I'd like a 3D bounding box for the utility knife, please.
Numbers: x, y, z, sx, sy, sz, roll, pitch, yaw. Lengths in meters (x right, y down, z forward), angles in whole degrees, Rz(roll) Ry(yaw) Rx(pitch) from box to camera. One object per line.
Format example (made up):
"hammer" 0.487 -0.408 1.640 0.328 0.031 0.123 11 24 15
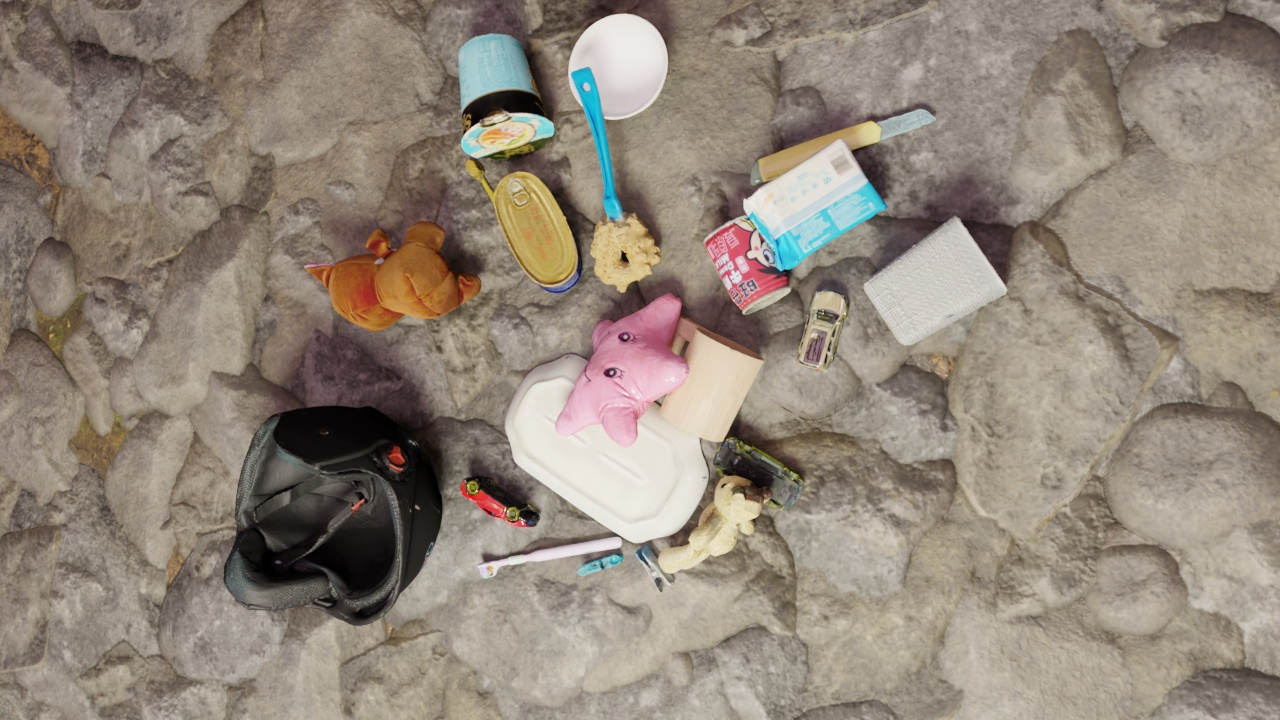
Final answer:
"utility knife" 0.216 -0.236 1.005 0.207 0.021 0.031 -16 90 24

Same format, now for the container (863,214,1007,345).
"container" 0.300 -0.077 0.943 0.114 0.090 0.090 -34 79 19

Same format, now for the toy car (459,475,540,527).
"toy car" -0.171 0.175 1.118 0.106 0.049 0.031 28 99 16

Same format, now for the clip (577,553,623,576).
"clip" -0.047 0.242 1.092 0.056 0.040 0.014 -19 85 10

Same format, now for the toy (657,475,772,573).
"toy" 0.078 0.185 1.016 0.158 0.105 0.066 -49 54 30

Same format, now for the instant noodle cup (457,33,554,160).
"instant noodle cup" -0.168 -0.318 1.094 0.111 0.111 0.120 -16 77 18

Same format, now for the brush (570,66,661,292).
"brush" -0.036 -0.202 1.043 0.083 0.045 0.255 -6 105 29

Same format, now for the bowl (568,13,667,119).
"bowl" -0.016 -0.329 1.059 0.118 0.064 0.118 0 89 19

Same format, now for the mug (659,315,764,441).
"mug" 0.065 0.019 1.031 0.125 0.084 0.103 32 102 40

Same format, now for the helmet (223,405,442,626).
"helmet" -0.347 0.174 1.083 0.275 0.229 0.234 37 115 16

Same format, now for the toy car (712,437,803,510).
"toy car" 0.132 0.125 1.026 0.105 0.032 0.048 31 102 4

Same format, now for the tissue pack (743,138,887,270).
"tissue pack" 0.185 -0.165 0.975 0.140 0.063 0.090 -33 90 -7

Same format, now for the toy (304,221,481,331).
"toy" -0.305 -0.099 1.130 0.200 0.130 0.140 -16 123 28

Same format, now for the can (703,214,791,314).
"can" 0.119 -0.105 1.012 0.067 0.066 0.093 -29 81 16

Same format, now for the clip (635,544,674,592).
"clip" 0.017 0.241 1.069 0.033 0.025 0.057 -35 84 20

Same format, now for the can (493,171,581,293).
"can" -0.121 -0.151 1.093 0.074 0.049 0.148 -28 82 0

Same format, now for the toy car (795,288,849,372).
"toy car" 0.199 -0.034 1.003 0.042 0.035 0.090 17 93 17

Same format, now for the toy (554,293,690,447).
"toy" -0.006 0.006 1.018 0.179 0.074 0.194 0 59 45

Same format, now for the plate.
"plate" -0.049 0.104 1.084 0.266 0.034 0.162 33 100 16

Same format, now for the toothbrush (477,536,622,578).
"toothbrush" -0.110 0.237 1.113 0.189 0.029 0.021 -15 47 17

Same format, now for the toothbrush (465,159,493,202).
"toothbrush" -0.165 -0.171 1.133 0.016 0.016 0.190 -35 80 16
